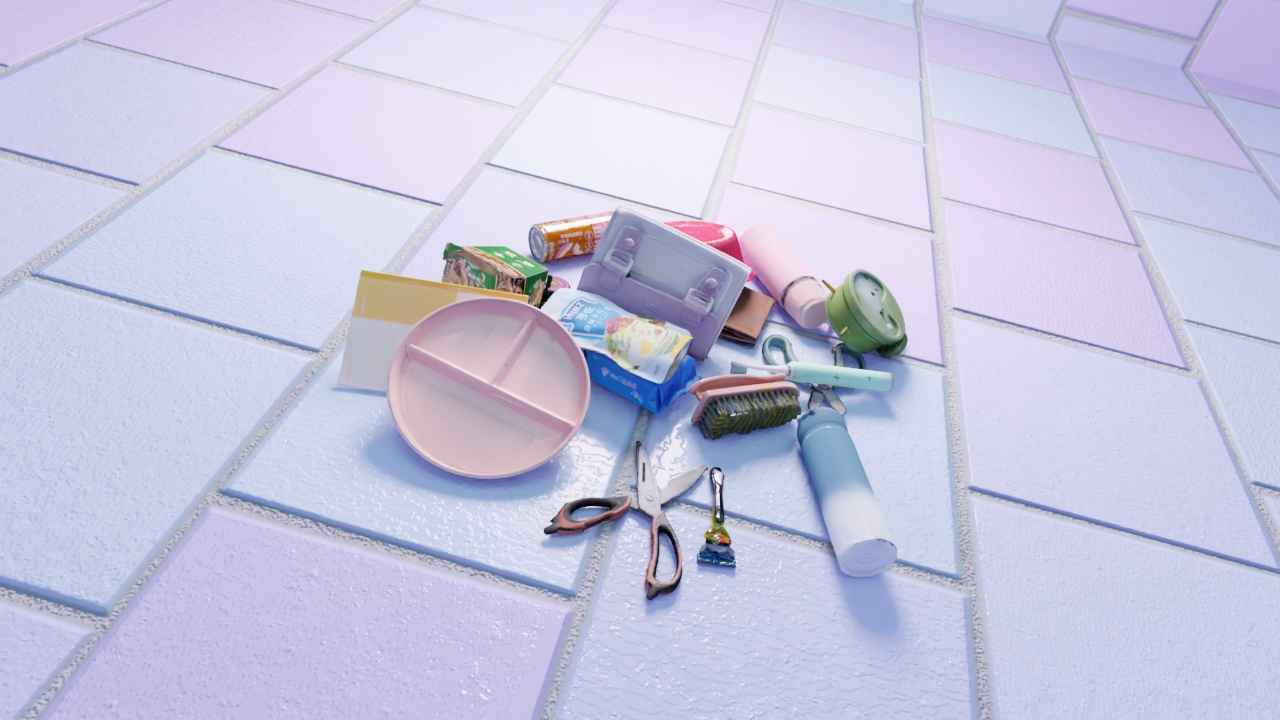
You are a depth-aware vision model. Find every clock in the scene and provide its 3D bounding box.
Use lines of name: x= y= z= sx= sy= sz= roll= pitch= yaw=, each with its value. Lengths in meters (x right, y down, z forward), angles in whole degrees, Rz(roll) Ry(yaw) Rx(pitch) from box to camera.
clock: x=0.326 y=-0.063 z=1.299 sx=0.161 sy=0.056 sz=0.116 roll=13 pitch=54 yaw=-39

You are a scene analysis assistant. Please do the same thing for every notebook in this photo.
notebook: x=-0.248 y=-0.025 z=1.106 sx=0.206 sy=0.010 sz=0.145 roll=9 pitch=79 yaw=-4

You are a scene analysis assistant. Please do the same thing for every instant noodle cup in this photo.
instant noodle cup: x=0.072 y=-0.159 z=1.340 sx=0.194 sy=0.066 sz=0.193 roll=0 pitch=22 yaw=0

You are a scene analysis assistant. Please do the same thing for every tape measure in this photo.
tape measure: x=-0.126 y=-0.092 z=1.268 sx=0.057 sy=0.039 sz=0.058 roll=-4 pitch=34 yaw=-32

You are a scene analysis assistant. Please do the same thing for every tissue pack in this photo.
tissue pack: x=-0.007 y=0.007 z=1.168 sx=0.157 sy=0.052 sz=0.094 roll=29 pitch=40 yaw=20

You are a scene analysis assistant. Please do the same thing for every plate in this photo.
plate: x=-0.173 y=0.031 z=1.054 sx=0.229 sy=0.028 sz=0.229 roll=4 pitch=62 yaw=-8

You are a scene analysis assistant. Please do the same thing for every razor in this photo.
razor: x=0.086 y=0.167 z=1.019 sx=0.042 sy=0.022 sz=0.142 roll=11 pitch=38 yaw=-4

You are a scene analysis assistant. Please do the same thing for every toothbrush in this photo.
toothbrush: x=0.226 y=0.018 z=1.207 sx=0.224 sy=0.027 sz=0.026 roll=7 pitch=9 yaw=-9

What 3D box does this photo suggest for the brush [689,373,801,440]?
brush: x=0.135 y=0.049 z=1.144 sx=0.145 sy=0.063 sz=0.073 roll=-8 pitch=53 yaw=-24

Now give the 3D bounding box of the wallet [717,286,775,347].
wallet: x=0.134 y=-0.072 z=1.322 sx=0.101 sy=0.032 sz=0.124 roll=22 pitch=40 yaw=8

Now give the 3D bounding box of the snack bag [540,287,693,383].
snack bag: x=-0.037 y=-0.035 z=1.139 sx=0.191 sy=0.039 sz=0.110 roll=22 pitch=51 yaw=14

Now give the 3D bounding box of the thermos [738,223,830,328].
thermos: x=0.225 y=-0.124 z=1.387 sx=0.087 sy=0.067 sz=0.198 roll=20 pitch=27 yaw=-41

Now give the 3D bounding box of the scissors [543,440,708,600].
scissors: x=0.004 y=0.167 z=1.001 sx=0.222 sy=0.015 sz=0.189 roll=-20 pitch=48 yaw=-33

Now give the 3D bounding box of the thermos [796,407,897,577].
thermos: x=0.232 y=0.142 z=1.054 sx=0.070 sy=0.070 sz=0.220 roll=4 pitch=39 yaw=-10

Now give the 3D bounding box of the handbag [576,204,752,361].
handbag: x=0.029 y=-0.102 z=1.218 sx=0.197 sy=0.145 sz=0.098 roll=26 pitch=13 yaw=2

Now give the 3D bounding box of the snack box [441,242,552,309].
snack box: x=-0.190 y=-0.092 z=1.206 sx=0.117 sy=0.118 sz=0.105 roll=29 pitch=29 yaw=20

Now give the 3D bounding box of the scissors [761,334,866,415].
scissors: x=0.255 y=0.014 z=1.255 sx=0.178 sy=0.019 sz=0.173 roll=-9 pitch=42 yaw=-26

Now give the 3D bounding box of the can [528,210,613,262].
can: x=-0.093 y=-0.187 z=1.379 sx=0.147 sy=0.058 sz=0.058 roll=-15 pitch=46 yaw=-30
